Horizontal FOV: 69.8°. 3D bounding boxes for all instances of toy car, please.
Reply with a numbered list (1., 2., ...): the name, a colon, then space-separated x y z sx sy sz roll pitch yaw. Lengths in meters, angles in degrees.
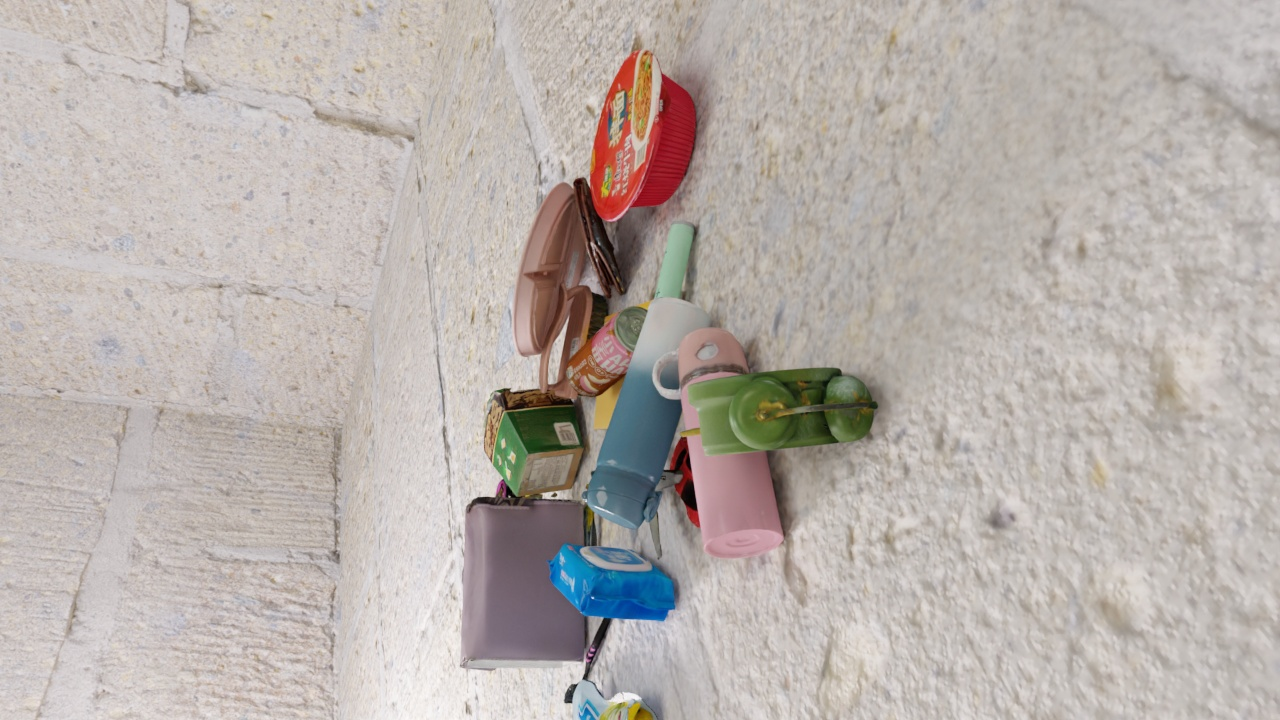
1. toy car: 0.050 0.112 0.869 0.106 0.031 0.049 -115 41 -55

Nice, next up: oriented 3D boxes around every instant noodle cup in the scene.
1. instant noodle cup: 0.007 -0.247 1.040 0.194 0.065 0.194 -172 90 -67

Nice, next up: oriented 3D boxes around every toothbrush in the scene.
1. toothbrush: 0.021 -0.038 0.948 0.027 0.026 0.224 0 74 52
2. toothbrush: -0.053 0.325 1.047 0.014 0.017 0.189 51 127 49

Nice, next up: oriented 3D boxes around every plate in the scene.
1. plate: -0.111 -0.113 1.178 0.229 0.028 0.229 16 -91 -82

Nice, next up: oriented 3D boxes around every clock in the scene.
1. clock: 0.102 0.038 0.675 0.161 0.116 0.056 160 105 -67

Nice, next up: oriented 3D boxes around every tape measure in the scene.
1. tape measure: -0.197 0.205 1.379 0.057 0.039 0.058 -118 42 -53

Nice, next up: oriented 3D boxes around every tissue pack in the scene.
1. tissue pack: -0.032 0.223 0.939 0.157 0.095 0.052 -172 91 -68

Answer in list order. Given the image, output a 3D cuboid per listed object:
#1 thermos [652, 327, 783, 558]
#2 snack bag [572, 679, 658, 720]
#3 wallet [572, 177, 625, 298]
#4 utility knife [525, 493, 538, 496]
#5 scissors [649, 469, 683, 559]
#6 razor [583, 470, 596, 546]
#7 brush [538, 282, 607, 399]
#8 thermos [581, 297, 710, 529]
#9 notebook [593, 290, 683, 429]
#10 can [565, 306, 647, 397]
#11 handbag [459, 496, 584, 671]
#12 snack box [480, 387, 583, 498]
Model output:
1. thermos: 0.062 0.068 0.790 0.067 0.087 0.198 63 -165 -58
2. snack bag: -0.034 0.396 0.957 0.191 0.038 0.110 -30 67 62
3. wallet: -0.054 -0.150 1.123 0.101 0.032 0.124 70 -177 -49
4. utility knife: -0.174 0.166 1.371 0.033 0.015 0.154 -70 26 19
5. scissors: 0.001 0.119 0.947 0.222 0.015 0.189 -96 24 -42
6. razor: -0.058 0.199 1.092 0.043 0.022 0.142 152 123 -64
7. brush: -0.085 -0.025 1.165 0.063 0.073 0.145 -175 95 -67
8. thermos: 0.009 0.049 0.868 0.070 0.070 0.220 -26 43 62
9. notebook: -0.006 0.006 1.053 0.207 0.010 0.145 166 110 -65
10. can: -0.033 -0.007 1.029 0.148 0.057 0.057 140 133 -56
11. handbag: -0.145 0.271 1.114 0.099 0.144 0.196 -39 47 53
12. snack box: -0.132 0.108 1.190 0.105 0.118 0.118 57 141 41
